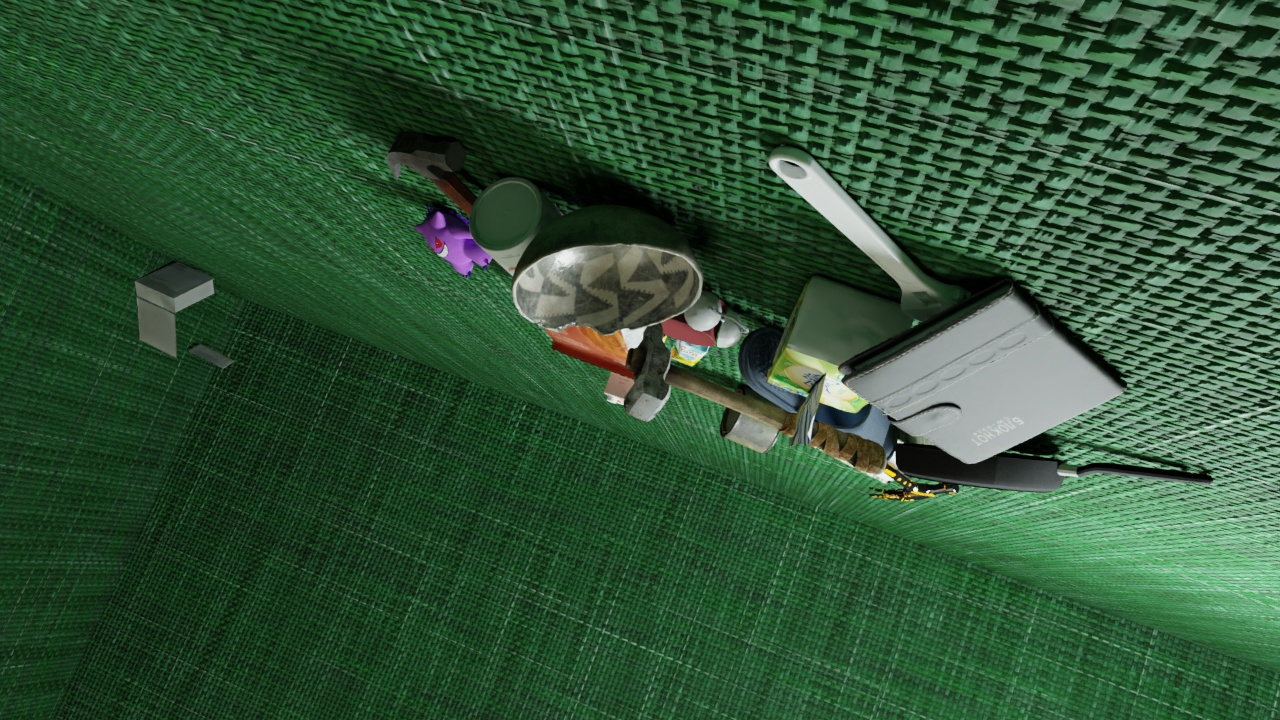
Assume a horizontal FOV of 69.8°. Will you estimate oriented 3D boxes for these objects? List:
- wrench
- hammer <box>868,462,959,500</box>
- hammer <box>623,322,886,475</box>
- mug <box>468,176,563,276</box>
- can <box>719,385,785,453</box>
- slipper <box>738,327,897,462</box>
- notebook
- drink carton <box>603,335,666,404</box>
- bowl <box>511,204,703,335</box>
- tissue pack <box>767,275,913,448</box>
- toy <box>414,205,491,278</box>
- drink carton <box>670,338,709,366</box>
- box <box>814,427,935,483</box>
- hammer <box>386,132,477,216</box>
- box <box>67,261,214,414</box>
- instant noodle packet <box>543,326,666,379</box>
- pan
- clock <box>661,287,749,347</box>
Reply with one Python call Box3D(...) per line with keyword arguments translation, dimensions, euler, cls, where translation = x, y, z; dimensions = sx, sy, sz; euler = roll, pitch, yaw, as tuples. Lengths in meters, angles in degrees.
Box3D(translation=(0.182, -0.087, 0.703), dimensions=(0.066, 0.018, 0.273), euler=(10, 165, 48), cls="wrench")
Box3D(translation=(0.318, 0.135, 1.253), dimensions=(0.123, 0.036, 0.320), euler=(-14, 147, 36), cls="hammer")
Box3D(translation=(0.130, 0.054, 1.007), dimensions=(0.318, 0.121, 0.049), euler=(22, 136, -12), cls="hammer")
Box3D(translation=(-0.111, -0.124, 0.920), dimensions=(0.082, 0.082, 0.105), euler=(16, 168, 25), cls="mug")
Box3D(translation=(0.179, 0.094, 1.472), dimensions=(0.074, 0.089, 0.090), euler=(23, 170, -9), cls="can")
Box3D(translation=(0.232, 0.040, 1.082), dimensions=(0.263, 0.101, 0.083), euler=(32, 159, -25), cls="slipper")
Box3D(translation=(0.293, 0.019, 0.788), dimensions=(0.209, 0.029, 0.170), euler=(30, 132, -32), cls="notebook")
Box3D(translation=(-0.008, 0.008, 1.292), dimensions=(0.040, 0.122, 0.058), euler=(18, 170, 16), cls="drink carton")
Box3D(translation=(-0.033, -0.096, 0.862), dimensions=(0.178, 0.081, 0.179), euler=(-5, 158, -2), cls="bowl")
Box3D(translation=(0.181, 0.019, 0.909), dimensions=(0.120, 0.141, 0.198), euler=(19, 170, 12), cls="tissue pack")
Box3D(translation=(-0.225, -0.148, 1.104), dimensions=(0.088, 0.055, 0.106), euler=(30, 157, -28), cls="toy")
Box3D(translation=(0.067, -0.022, 1.224), dimensions=(0.044, 0.038, 0.129), euler=(21, 170, -2), cls="drink carton")
Box3D(translation=(0.331, 0.111, 1.289), dimensions=(0.205, 0.050, 0.118), euler=(25, 146, -31), cls="box")
Box3D(translation=(-0.161, -0.146, 0.992), dimensions=(0.111, 0.028, 0.300), euler=(16, 164, 31), cls="hammer")
Box3D(translation=(-1.547, -0.079, 2.862), dimensions=(0.167, 0.511, 0.173), euler=(22, 168, 17), cls="box")
Box3D(translation=(-0.082, -0.076, 1.184), dimensions=(0.164, 0.083, 0.221), euler=(20, 163, 31), cls="instant noodle packet")
Box3D(translation=(0.480, 0.135, 1.104), dimensions=(0.356, 0.044, 0.203), euler=(4, 178, 43), cls="pan")
Box3D(translation=(0.060, -0.053, 1.046), dimensions=(0.138, 0.048, 0.096), euler=(13, 167, 39), cls="clock")
